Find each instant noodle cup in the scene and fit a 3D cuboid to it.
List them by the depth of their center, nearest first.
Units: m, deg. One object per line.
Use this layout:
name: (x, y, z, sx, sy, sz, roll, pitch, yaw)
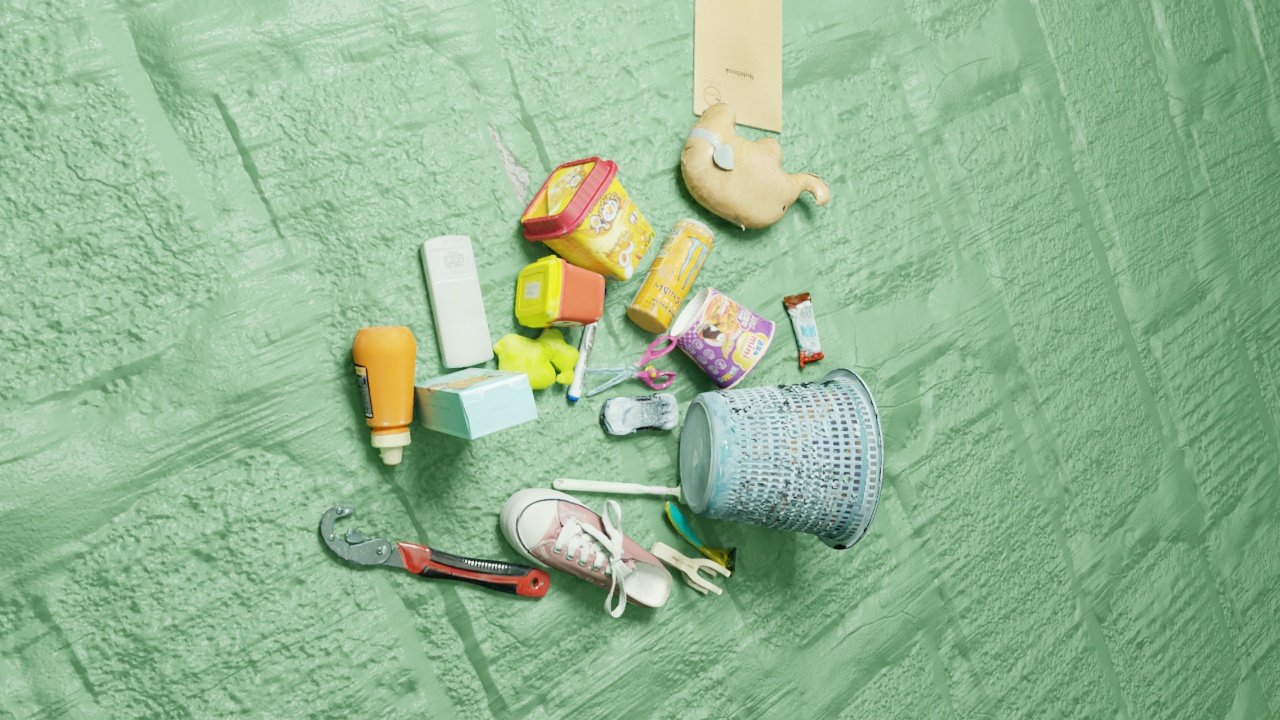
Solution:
instant noodle cup: (-0.057, -0.161, 1.091, 0.123, 0.116, 0.116, 44, 67, -31)
instant noodle cup: (0.100, -0.033, 1.167, 0.099, 0.112, 0.111, 37, 70, -13)

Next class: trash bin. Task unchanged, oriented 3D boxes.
trash bin: (0.159, 0.117, 1.130, 0.195, 0.227, 0.226, 4, 84, -14)

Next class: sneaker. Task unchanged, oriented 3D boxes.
sneaker: (-0.050, 0.224, 1.071, 0.241, 0.088, 0.118, 35, 71, -23)

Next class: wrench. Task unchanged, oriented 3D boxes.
wrench: (-0.223, 0.221, 1.019, 0.273, 0.016, 0.056, 23, 76, -25)

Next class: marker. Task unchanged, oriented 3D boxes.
marker: (-0.065, -0.021, 1.123, 0.017, 0.017, 0.145, 19, 77, -26)

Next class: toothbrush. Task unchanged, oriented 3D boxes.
toothbrush: (-0.020, 0.158, 1.133, 0.189, 0.020, 0.029, 8, 78, -27)

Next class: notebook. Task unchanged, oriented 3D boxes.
notebook: (0.137, -0.428, 1.270, 0.147, 0.008, 0.207, 4, 84, -28)

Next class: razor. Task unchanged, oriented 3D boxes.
razor: (0.074, 0.224, 1.173, 0.132, 0.028, 0.043, 43, 33, -20)

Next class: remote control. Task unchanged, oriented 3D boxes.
remote control: (-0.209, -0.067, 1.044, 0.058, 0.021, 0.150, -11, 92, -29)

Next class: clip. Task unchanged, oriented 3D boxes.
clip: (0.069, 0.260, 1.148, 0.102, 0.095, 0.035, 42, 68, -32)

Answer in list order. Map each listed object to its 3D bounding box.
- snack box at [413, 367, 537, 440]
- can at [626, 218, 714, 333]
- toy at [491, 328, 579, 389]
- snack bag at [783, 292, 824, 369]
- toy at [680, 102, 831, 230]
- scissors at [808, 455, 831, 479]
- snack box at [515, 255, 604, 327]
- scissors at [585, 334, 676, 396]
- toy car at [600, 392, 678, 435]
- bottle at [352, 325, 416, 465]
snack box: (-0.179, 0.043, 0.966, 0.074, 0.175, 0.051, -18, 101, -28)
can: (0.039, -0.107, 1.163, 0.058, 0.058, 0.145, 36, 70, -22)
toy: (-0.122, 0.001, 1.080, 0.096, 0.031, 0.099, 48, 60, -5)
snack bag: (0.230, -0.043, 1.280, 0.045, 0.026, 0.105, -14, 92, -20)
toy: (0.151, -0.240, 1.223, 0.226, 0.083, 0.143, 26, 83, -27)
scissors: (0.190, 0.143, 1.255, 0.175, 0.014, 0.132, 48, 67, -14)
snack box: (-0.092, -0.076, 1.073, 0.080, 0.091, 0.082, 8, 83, -35)
scissors: (-0.007, 0.006, 1.130, 0.135, 0.017, 0.108, 2, 125, -32)
toy car: (0.001, 0.067, 1.144, 0.105, 0.031, 0.049, -5, 88, -28)
bottle: (-0.271, 0.038, 0.984, 0.066, 0.067, 0.149, -5, 96, -29)
